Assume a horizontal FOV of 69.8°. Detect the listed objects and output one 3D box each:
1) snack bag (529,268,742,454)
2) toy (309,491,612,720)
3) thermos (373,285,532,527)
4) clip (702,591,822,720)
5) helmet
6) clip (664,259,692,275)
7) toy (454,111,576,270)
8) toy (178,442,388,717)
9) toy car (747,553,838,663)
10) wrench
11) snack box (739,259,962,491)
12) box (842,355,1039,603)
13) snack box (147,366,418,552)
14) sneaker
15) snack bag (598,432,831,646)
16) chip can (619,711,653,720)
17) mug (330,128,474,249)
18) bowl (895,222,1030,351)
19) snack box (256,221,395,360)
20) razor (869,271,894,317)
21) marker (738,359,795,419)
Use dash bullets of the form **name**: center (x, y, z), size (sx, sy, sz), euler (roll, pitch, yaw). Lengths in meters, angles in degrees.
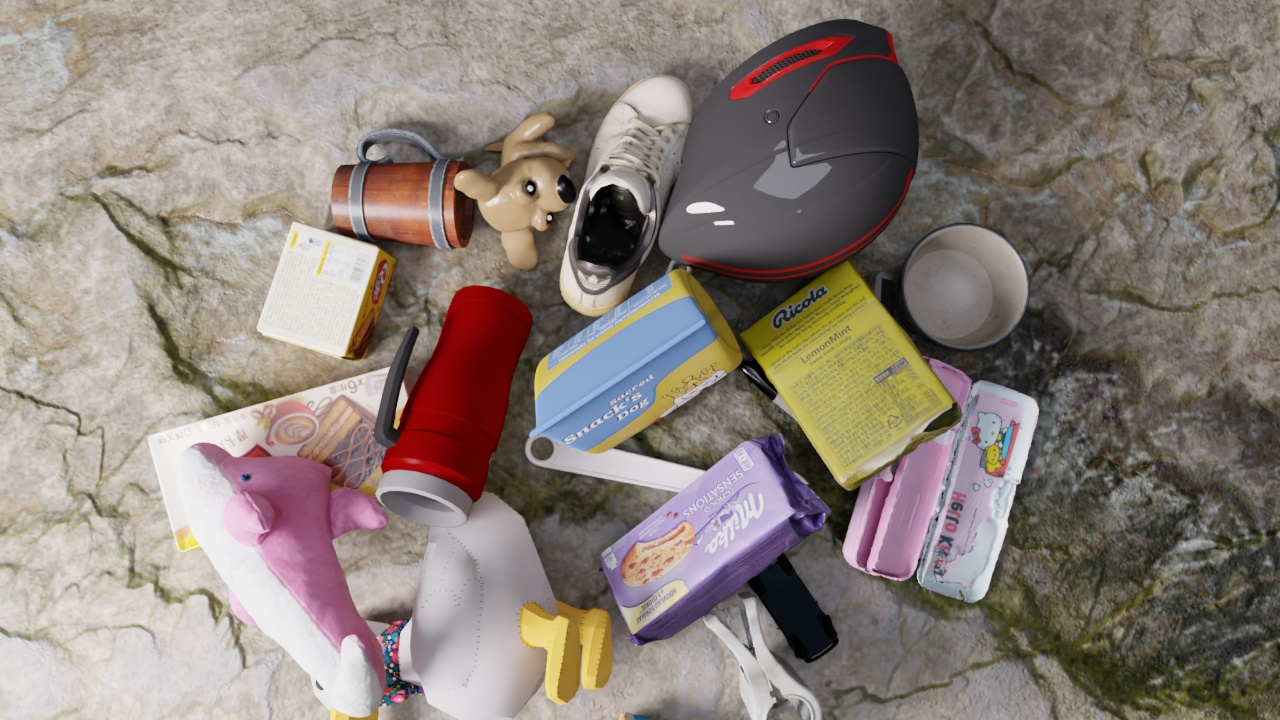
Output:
- **snack bag**: center (-0.004, 0.004, 0.751), size (0.159, 0.205, 0.102), euler (-33, 91, 9)
- **toy**: center (-0.162, 0.232, 0.787), size (0.268, 0.141, 0.246), euler (0, 80, 19)
- **thermos**: center (-0.164, 0.031, 0.779), size (0.108, 0.084, 0.198), euler (34, 54, -29)
- **clip**: center (0.115, 0.270, 0.789), size (0.091, 0.126, 0.151), euler (-16, 82, -4)
- **helmet**: center (0.134, -0.159, 0.789), size (0.265, 0.164, 0.169), euler (-28, 69, 3)
- **clip**: center (0.024, -0.063, 0.860), size (0.023, 0.035, 0.074), euler (30, 92, 0)
- **toy**: center (-0.106, -0.165, 0.837), size (0.106, 0.134, 0.108), euler (-4, 57, 20)
- **toy**: center (-0.265, 0.155, 0.734), size (0.127, 0.187, 0.265), euler (-28, 69, -35)
- **toy car**: center (0.135, 0.219, 0.836), size (0.046, 0.034, 0.112), euler (-34, 86, -3)
- **wrench**: center (0.026, 0.108, 0.852), size (0.273, 0.018, 0.066), euler (12, 86, 1)
- **snack box**: center (0.181, 0.013, 0.796), size (0.121, 0.045, 0.180), euler (-38, 56, 13)
- **box**: center (0.274, 0.109, 0.841), size (0.154, 0.045, 0.201), euler (19, 87, -22)
- **snack box**: center (-0.306, 0.088, 0.827), size (0.230, 0.062, 0.110), euler (-16, 87, -2)
- **sneaker**: center (-0.014, -0.163, 0.822), size (0.089, 0.102, 0.241), euler (18, 78, 2)
- **snack bag**: center (0.062, 0.158, 0.797), size (0.205, 0.096, 0.058), euler (-38, 132, 9)
- **chip can**: center (0.083, 0.378, 0.805), size (0.229, 0.080, 0.079), euler (16, 86, 1)
- **mug**: center (-0.214, -0.161, 0.844), size (0.111, 0.081, 0.117), euler (2, 68, 3)
- **bowl**: center (0.289, -0.063, 0.845), size (0.115, 0.059, 0.115), euler (0, 86, -1)
- **snack box**: center (-0.284, -0.060, 0.838), size (0.083, 0.061, 0.105), euler (17, 86, 0)
- **razor**: center (0.208, -0.006, 0.845), size (0.060, 0.057, 0.156), euler (21, 84, 16)
- **marker**: center (0.148, 0.044, 0.859), size (0.138, 0.016, 0.022), euler (39, 63, 1)
